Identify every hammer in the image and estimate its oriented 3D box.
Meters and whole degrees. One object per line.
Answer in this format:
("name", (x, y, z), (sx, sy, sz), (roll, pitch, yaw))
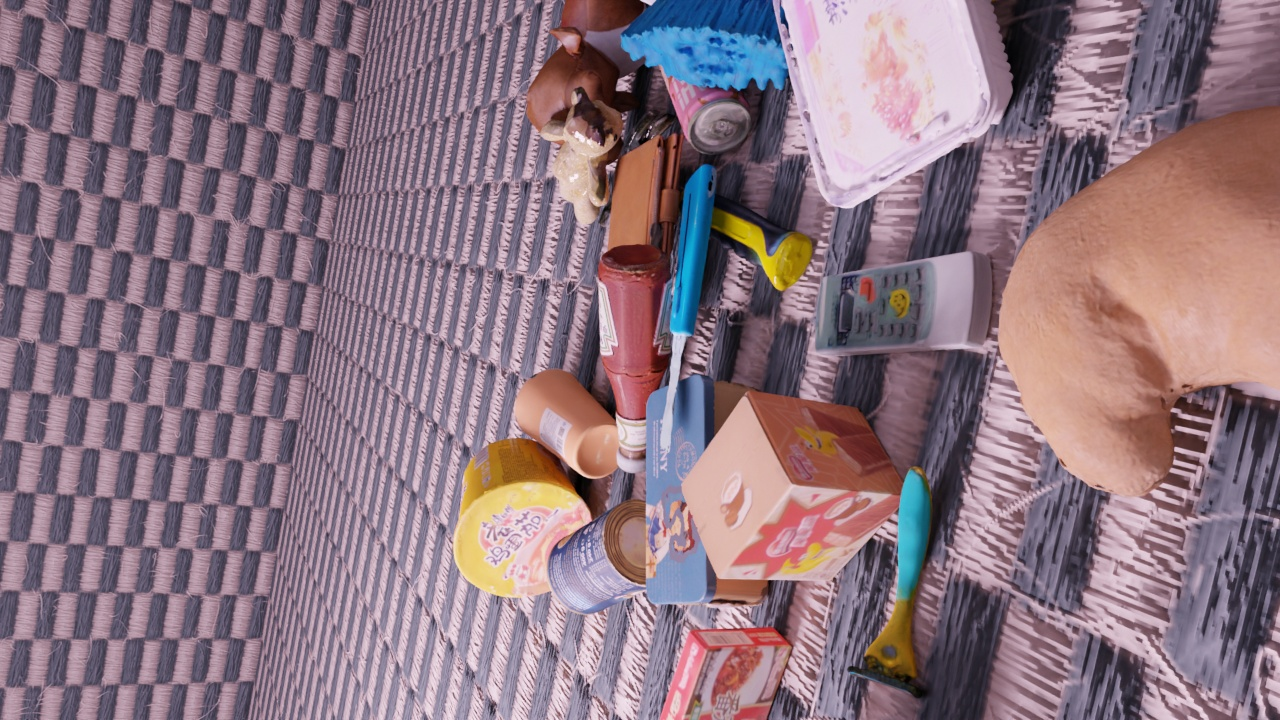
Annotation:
("hammer", (0.049, -0.137, 0.799), (0.323, 0.031, 0.126), (43, 120, 57))

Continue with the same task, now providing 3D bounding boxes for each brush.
("brush", (0.012, -0.297, 0.775), (0.315, 0.060, 0.109), (19, 67, 34))

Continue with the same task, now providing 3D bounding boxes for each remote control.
("remote control", (0.161, -0.033, 0.578), (0.135, 0.019, 0.056), (-3, 79, 61))

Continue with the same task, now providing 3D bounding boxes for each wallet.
("wallet", (0.002, -0.127, 0.815), (0.108, 0.031, 0.131), (-10, 74, 64))

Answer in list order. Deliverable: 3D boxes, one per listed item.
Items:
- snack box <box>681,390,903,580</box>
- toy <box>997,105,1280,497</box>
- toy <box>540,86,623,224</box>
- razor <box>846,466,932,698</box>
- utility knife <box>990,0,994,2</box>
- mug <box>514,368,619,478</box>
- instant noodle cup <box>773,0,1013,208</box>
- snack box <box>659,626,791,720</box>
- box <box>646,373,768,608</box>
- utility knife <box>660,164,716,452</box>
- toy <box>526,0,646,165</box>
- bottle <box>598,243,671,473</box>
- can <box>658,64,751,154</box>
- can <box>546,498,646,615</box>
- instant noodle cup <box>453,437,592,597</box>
("snack box", (0.095, 0.083, 0.585), (0.093, 0.094, 0.077), (-59, 36, 34))
("toy", (0.247, -0.041, 0.373), (0.227, 0.082, 0.143), (-42, 51, 45))
("toy", (-0.051, -0.187, 0.873), (0.105, 0.066, 0.157), (62, 162, 18))
("razor", (0.154, 0.127, 0.536), (0.043, 0.028, 0.132), (9, 94, 38))
("utility knife", (0.180, -0.213, 0.599), (0.164, 0.015, 0.033), (-29, 60, 55))
("mug", (-0.066, 0.065, 0.908), (0.123, 0.078, 0.078), (34, 111, 54))
("instant noodle cup", (0.158, -0.193, 0.562), (0.138, 0.060, 0.173), (-26, 71, 56))
("snack box", (0.048, 0.258, 0.639), (0.025, 0.075, 0.153), (37, 114, 57))
("box", (0.049, 0.096, 0.702), (0.090, 0.061, 0.184), (-28, 59, 55))
("utility knife", (0.035, -0.042, 0.715), (0.034, 0.018, 0.236), (-23, 55, 59))
("toy", (-0.038, -0.309, 0.920), (0.140, 0.130, 0.199), (69, -151, -67))
("bottle", (-0.005, 0.005, 0.777), (0.059, 0.059, 0.206), (-128, 32, -53))
("can", (0.051, -0.247, 0.799), (0.058, 0.057, 0.147), (-53, 39, 40))
("can", (-0.025, 0.172, 0.796), (0.111, 0.075, 0.075), (-40, 48, 50))
("instant noodle cup", (-0.123, 0.152, 0.928), (0.109, 0.138, 0.138), (-118, 45, -61))
